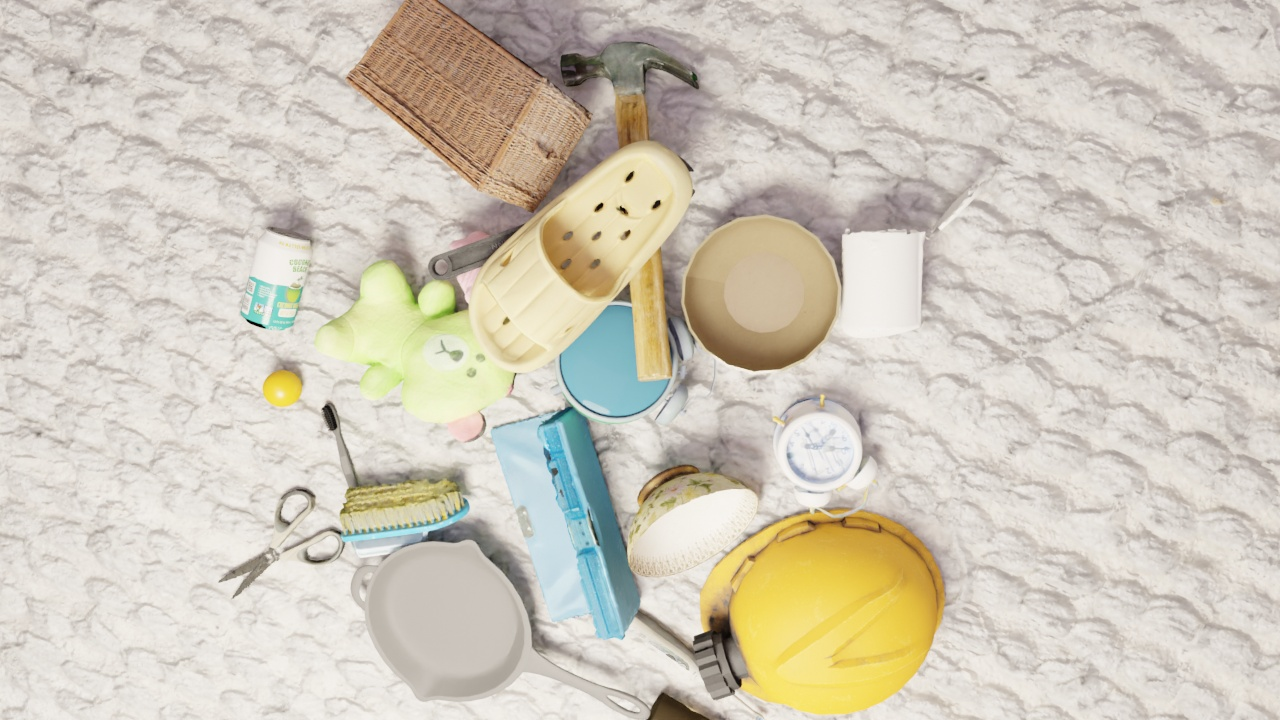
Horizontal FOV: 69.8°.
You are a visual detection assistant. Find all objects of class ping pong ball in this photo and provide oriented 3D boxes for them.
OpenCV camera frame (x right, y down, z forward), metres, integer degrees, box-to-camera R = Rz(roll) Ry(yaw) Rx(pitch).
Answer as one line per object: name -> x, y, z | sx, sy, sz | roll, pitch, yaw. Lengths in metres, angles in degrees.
ping pong ball -> -0.389, 0.031, 0.997 | 0.040, 0.040, 0.040 | 1, 99, 8

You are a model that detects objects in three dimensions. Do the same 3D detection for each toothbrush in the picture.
toothbrush -> 0.061, 0.330, 0.985 | 0.185, 0.024, 0.022 | 38, 142, 1
toothbrush -> -0.322, 0.127, 1.017 | 0.013, 0.013, 0.167 | -15, 98, 9

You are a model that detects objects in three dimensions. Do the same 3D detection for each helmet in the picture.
helmet -> 0.181, 0.267, 0.903 | 0.256, 0.131, 0.205 | -22, 94, 10

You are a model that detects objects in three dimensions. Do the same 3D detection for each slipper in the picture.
slipper -> -0.064, -0.093, 0.826 | 0.262, 0.079, 0.111 | -43, 90, 14

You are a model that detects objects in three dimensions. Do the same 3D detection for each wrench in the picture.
wrench -> -0.078, -0.130, 0.869 | 0.273, 0.018, 0.073 | -18, 90, 11

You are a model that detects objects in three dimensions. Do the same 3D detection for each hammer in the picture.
hammer -> 0.002, -0.145, 0.882 | 0.132, 0.033, 0.330 | -6, 84, 7

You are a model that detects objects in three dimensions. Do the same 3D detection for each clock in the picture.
clock -> 0.185, 0.098, 0.918 | 0.089, 0.052, 0.125 | -27, 97, 10
clock -> -0.005, 0.006, 0.919 | 0.161, 0.075, 0.122 | 8, 85, -3

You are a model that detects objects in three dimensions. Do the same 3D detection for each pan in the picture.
pan -> -0.152, 0.307, 1.001 | 0.354, 0.024, 0.217 | 22, 109, 7

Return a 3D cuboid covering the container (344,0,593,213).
container -> -0.157, -0.244, 0.863 | 0.198, 0.113, 0.113 | 39, 100, 17

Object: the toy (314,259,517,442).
toy -> -0.216, -0.009, 0.941 | 0.197, 0.107, 0.150 | 35, 79, -7

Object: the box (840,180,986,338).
box -> 0.257, -0.095, 0.865 | 0.136, 0.084, 0.147 | -1, 97, 15

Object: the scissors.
scissors -> -0.414, 0.209, 1.042 | 0.165, 0.012, 0.150 | 0, 98, 10

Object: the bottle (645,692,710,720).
bottle -> 0.093, 0.422, 0.982 | 0.184, 0.045, 0.045 | 29, 101, 3

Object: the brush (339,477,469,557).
brush -> -0.250, 0.171, 0.991 | 0.136, 0.055, 0.075 | -8, 123, 3

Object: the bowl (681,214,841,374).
bowl -> 0.119, -0.065, 0.899 | 0.152, 0.050, 0.152 | 2, 98, 13

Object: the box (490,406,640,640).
box -> -0.088, 0.173, 0.950 | 0.112, 0.094, 0.231 | -15, 97, 13

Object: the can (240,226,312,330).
can -> -0.385, -0.086, 0.971 | 0.055, 0.055, 0.102 | 20, 101, 5

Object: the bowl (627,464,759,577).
bowl -> 0.042, 0.152, 0.924 | 0.145, 0.145, 0.063 | -40, 53, 12

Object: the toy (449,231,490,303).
toy -> -0.153, -0.098, 0.931 | 0.096, 0.098, 0.053 | 44, 143, 23
